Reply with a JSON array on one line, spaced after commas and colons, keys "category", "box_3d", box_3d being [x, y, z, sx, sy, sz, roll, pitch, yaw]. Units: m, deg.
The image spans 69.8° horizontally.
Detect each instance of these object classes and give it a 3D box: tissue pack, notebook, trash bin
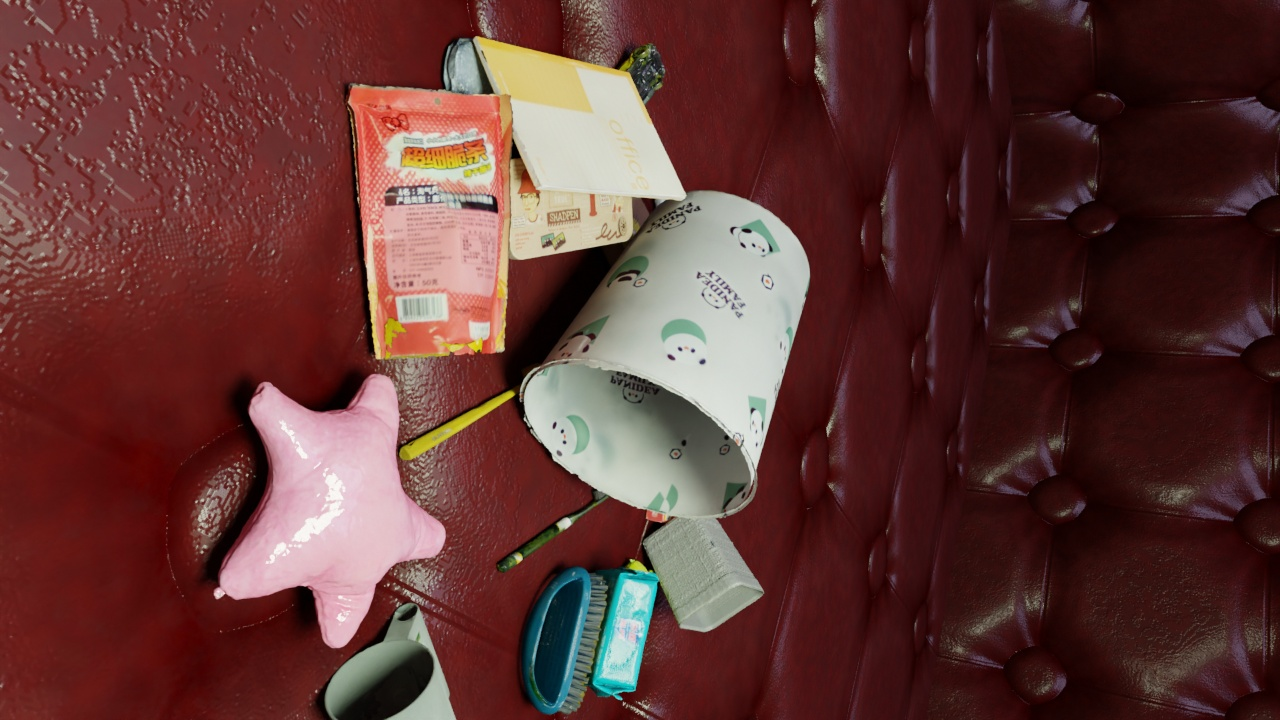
[{"category": "tissue pack", "box_3d": [-0.027, 0.282, 0.954, 0.050, 0.093, 0.133, 19, 73, -16]}, {"category": "notebook", "box_3d": [-0.047, -0.210, 0.819, 0.205, 0.010, 0.146, -9, 72, -52]}, {"category": "trash bin", "box_3d": [0.042, -0.015, 0.886, 0.251, 0.230, 0.230, -63, 142, -33]}]

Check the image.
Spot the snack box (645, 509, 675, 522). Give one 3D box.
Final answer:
[{"category": "snack box", "box_3d": [0.046, 0.123, 1.127, 0.075, 0.025, 0.152, 21, 75, -58]}]

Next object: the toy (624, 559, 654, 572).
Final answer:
[{"category": "toy", "box_3d": [-0.014, 0.277, 1.041, 0.096, 0.031, 0.100, 0, 94, -57]}]

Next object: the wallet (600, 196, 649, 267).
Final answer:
[{"category": "wallet", "box_3d": [-0.009, -0.130, 1.003, 0.090, 0.033, 0.115, -60, 137, -34]}]

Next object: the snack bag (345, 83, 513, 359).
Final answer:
[{"category": "snack bag", "box_3d": [-0.158, -0.105, 0.713, 0.128, 0.073, 0.208, -5, 97, -30]}]

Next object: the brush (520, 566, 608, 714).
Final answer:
[{"category": "brush", "box_3d": [-0.081, 0.275, 0.907, 0.073, 0.055, 0.143, 24, 72, -37]}]

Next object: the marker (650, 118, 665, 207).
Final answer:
[{"category": "marker", "box_3d": [0.019, -0.205, 1.053, 0.017, 0.017, 0.145, -46, 131, -47]}]

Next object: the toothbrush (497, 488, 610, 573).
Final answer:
[{"category": "toothbrush", "box_3d": [-0.084, 0.166, 0.928, 0.185, 0.012, 0.017, -28, 111, -55]}]

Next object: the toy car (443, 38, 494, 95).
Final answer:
[{"category": "toy car", "box_3d": [-0.121, -0.235, 0.797, 0.120, 0.037, 0.054, 16, 80, -56]}]

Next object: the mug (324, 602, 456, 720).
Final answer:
[{"category": "mug", "box_3d": [-0.183, 0.272, 0.721, 0.123, 0.084, 0.103, -82, 162, -62]}]

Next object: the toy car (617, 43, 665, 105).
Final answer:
[{"category": "toy car", "box_3d": [-0.012, -0.292, 0.977, 0.105, 0.032, 0.048, -57, 140, -22]}]

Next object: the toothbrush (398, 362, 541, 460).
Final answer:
[{"category": "toothbrush", "box_3d": [-0.143, 0.041, 0.810, 0.189, 0.016, 0.016, -34, 118, -53]}]

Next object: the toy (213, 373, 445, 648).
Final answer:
[{"category": "toy", "box_3d": [-0.220, 0.099, 0.634, 0.178, 0.075, 0.195, -40, 123, -47]}]

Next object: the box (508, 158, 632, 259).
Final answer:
[{"category": "box", "box_3d": [-0.088, -0.145, 0.836, 0.167, 0.078, 0.091, -19, 111, -51]}]

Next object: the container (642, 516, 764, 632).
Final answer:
[{"category": "container", "box_3d": [0.070, 0.244, 1.081, 0.090, 0.090, 0.114, 35, 21, -56]}]
